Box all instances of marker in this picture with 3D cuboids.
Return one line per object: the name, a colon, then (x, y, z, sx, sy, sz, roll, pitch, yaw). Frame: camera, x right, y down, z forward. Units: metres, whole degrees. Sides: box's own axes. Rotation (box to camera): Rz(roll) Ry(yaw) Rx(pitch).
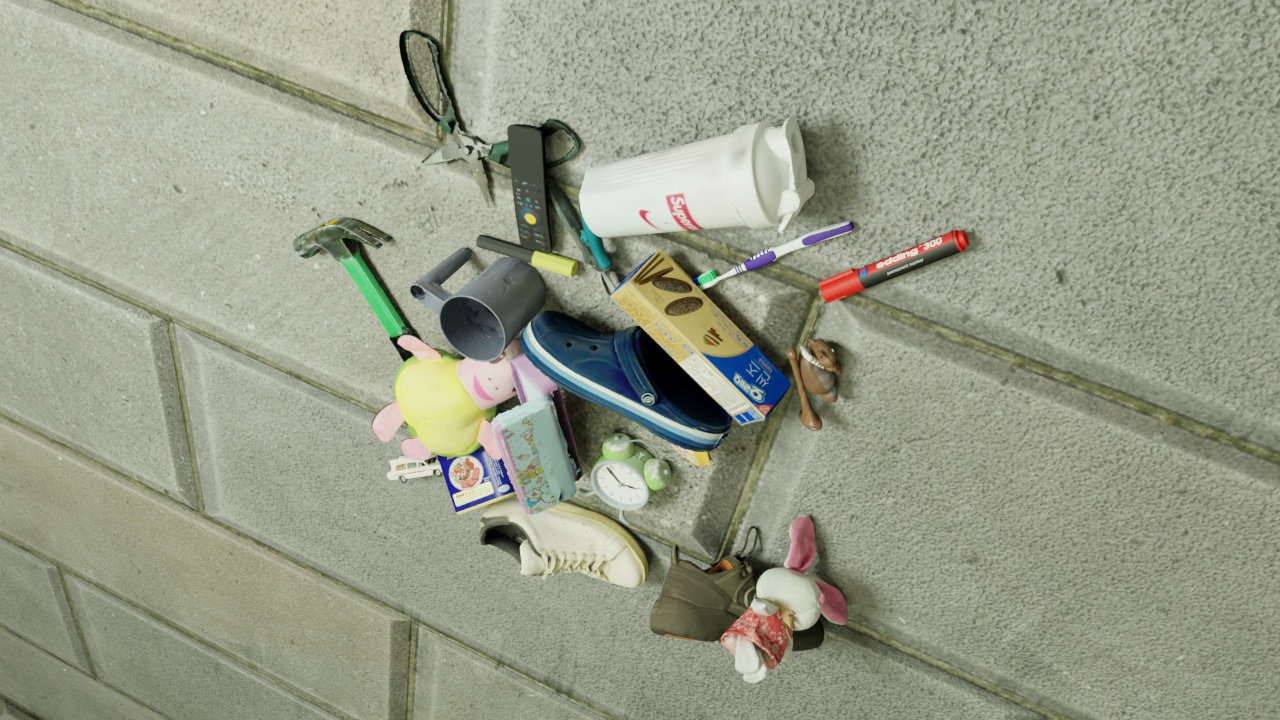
marker: (0.238, -0.090, 0.871, 0.145, 0.021, 0.023, -22, 88, 36)
marker: (-0.129, -0.118, 1.036, 0.124, 0.017, 0.021, 18, 160, 16)

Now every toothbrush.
toothbrush: (0.127, -0.105, 0.920, 0.187, 0.015, 0.016, -20, 107, 34)

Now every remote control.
remote control: (-0.115, -0.180, 0.971, 0.041, 0.020, 0.152, 17, 134, 17)

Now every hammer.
hammer: (-0.310, -0.037, 1.174, 0.130, 0.032, 0.319, -14, 115, 32)

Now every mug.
mug: (-0.181, -0.071, 1.037, 0.124, 0.103, 0.084, 33, 131, 2)

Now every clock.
clock: (-0.016, 0.140, 1.141, 0.094, 0.042, 0.120, 35, 131, -1)

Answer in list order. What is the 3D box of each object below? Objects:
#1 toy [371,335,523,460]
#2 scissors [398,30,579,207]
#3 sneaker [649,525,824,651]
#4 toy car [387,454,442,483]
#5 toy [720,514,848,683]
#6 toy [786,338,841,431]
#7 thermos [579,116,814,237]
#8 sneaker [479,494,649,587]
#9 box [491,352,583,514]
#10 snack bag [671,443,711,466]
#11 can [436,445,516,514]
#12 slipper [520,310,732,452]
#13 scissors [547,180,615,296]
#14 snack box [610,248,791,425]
toy: (-0.232, 0.045, 1.132, 0.239, 0.087, 0.190, -35, 97, 23)
scissors: (-0.169, -0.259, 0.962, 0.202, 0.015, 0.202, -8, 118, 28)
sneaker: (0.123, 0.284, 1.148, 0.237, 0.142, 0.101, 16, 159, -25)
toy car: (-0.308, 0.147, 1.296, 0.113, 0.039, 0.039, -13, 94, 32)
toy: (0.166, 0.288, 1.062, 0.084, 0.193, 0.159, -2, 118, 47)
toy: (0.184, 0.020, 0.959, 0.055, 0.041, 0.102, -25, 125, -4)
thermos: (0.052, -0.163, 0.872, 0.221, 0.099, 0.099, -3, 120, 33)
sneaker: (-0.109, 0.252, 1.224, 0.241, 0.102, 0.089, 22, 129, 12)
box: (-0.131, 0.098, 1.083, 0.089, 0.092, 0.214, 40, 156, 30)
snack bag: (0.056, 0.099, 1.058, 0.026, 0.020, 0.099, 68, 165, -18)
can: (-0.210, 0.144, 1.208, 0.116, 0.056, 0.092, -23, 83, 36)
slipper: (-0.006, 0.006, 1.011, 0.253, 0.104, 0.095, 30, 120, 3)
scissors: (-0.059, -0.133, 0.978, 0.124, 0.019, 0.156, 48, 161, 22)
snack box: (0.066, -0.022, 0.972, 0.207, 0.057, 0.056, 44, 157, -7)
